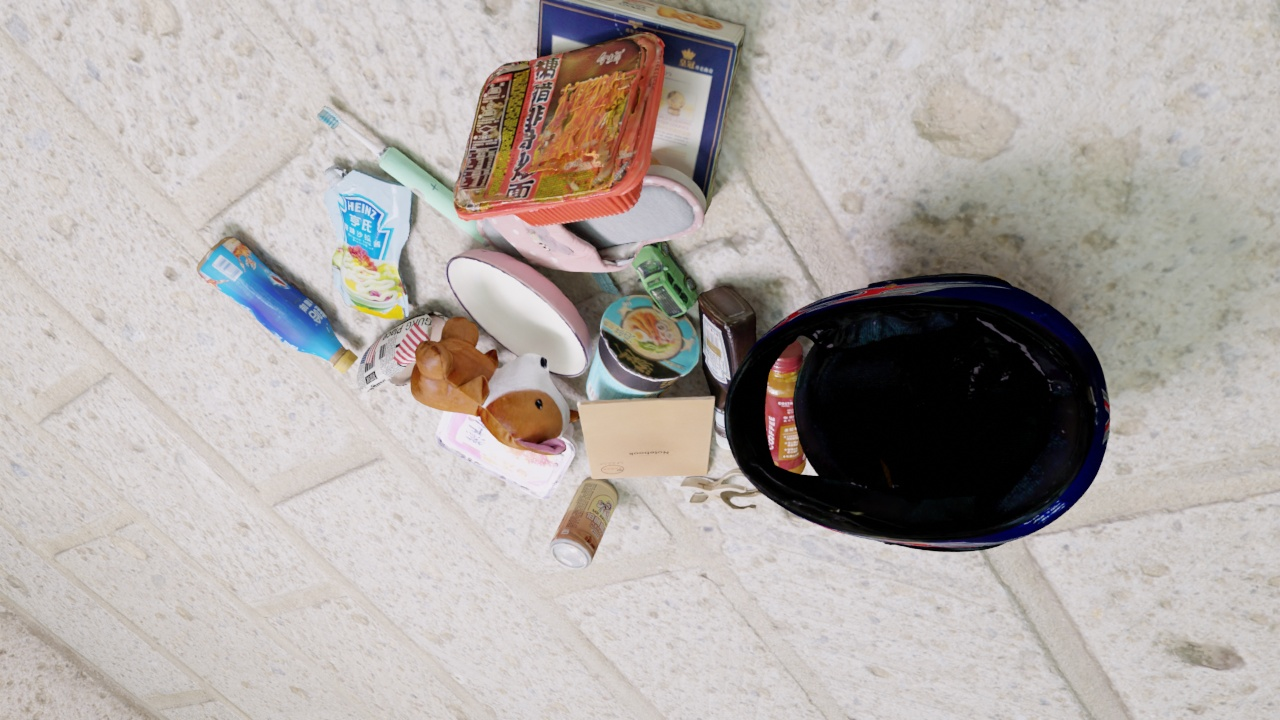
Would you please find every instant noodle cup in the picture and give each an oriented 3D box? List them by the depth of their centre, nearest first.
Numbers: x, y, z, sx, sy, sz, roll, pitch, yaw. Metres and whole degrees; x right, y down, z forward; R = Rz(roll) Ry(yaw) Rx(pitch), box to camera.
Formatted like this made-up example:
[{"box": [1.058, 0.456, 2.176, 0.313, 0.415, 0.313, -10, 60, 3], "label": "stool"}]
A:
[{"box": [-0.058, -0.187, 0.783, 0.189, 0.164, 0.079, -4, 153, 29], "label": "instant noodle cup"}, {"box": [-0.006, 0.006, 1.016, 0.111, 0.111, 0.121, 28, 142, -1], "label": "instant noodle cup"}, {"box": [-0.165, 0.090, 1.178, 0.173, 0.060, 0.138, 29, 134, -1], "label": "instant noodle cup"}]

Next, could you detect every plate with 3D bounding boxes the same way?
[{"box": [-0.129, -0.058, 1.020, 0.192, 0.039, 0.193, 30, 156, 15], "label": "plate"}]

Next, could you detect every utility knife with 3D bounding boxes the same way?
[{"box": [-0.078, -0.148, 0.973, 0.031, 0.020, 0.198, -12, 127, 38], "label": "utility knife"}]

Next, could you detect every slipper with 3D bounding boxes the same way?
[{"box": [-0.058, -0.131, 0.902, 0.275, 0.054, 0.114, -3, 143, 36], "label": "slipper"}]

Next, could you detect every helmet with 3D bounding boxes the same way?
[{"box": [0.246, 0.046, 0.835, 0.316, 0.240, 0.247, 0, 90, 14], "label": "helmet"}]

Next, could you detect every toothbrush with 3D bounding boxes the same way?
[{"box": [-0.248, -0.200, 0.989, 0.224, 0.027, 0.026, 37, 159, -10], "label": "toothbrush"}]

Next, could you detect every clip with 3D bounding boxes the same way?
[{"box": [0.097, 0.153, 1.139, 0.105, 0.034, 0.082, 9, 134, 27], "label": "clip"}]

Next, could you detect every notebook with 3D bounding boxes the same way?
[{"box": [0.009, 0.093, 1.062, 0.148, 0.008, 0.208, -2, 150, 1], "label": "notebook"}]

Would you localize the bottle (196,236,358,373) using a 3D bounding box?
[{"box": [-0.455, -0.064, 1.169, 0.218, 0.065, 0.065, 42, 132, -15], "label": "bottle"}]

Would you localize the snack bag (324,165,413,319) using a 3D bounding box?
[{"box": [-0.315, -0.136, 1.067, 0.110, 0.038, 0.191, 25, 134, 15], "label": "snack bag"}]

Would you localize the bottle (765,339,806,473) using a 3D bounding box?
[{"box": [0.156, 0.054, 1.010, 0.057, 0.057, 0.175, 8, 131, 17], "label": "bottle"}]

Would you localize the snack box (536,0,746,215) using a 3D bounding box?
[{"box": [-0.008, -0.236, 0.843, 0.178, 0.045, 0.183, 18, 133, 9], "label": "snack box"}]

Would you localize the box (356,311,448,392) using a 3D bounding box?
[{"box": [-0.299, -0.006, 1.137, 0.163, 0.087, 0.076, -24, 101, 40], "label": "box"}]

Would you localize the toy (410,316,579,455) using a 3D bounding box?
[{"box": [-0.160, 0.032, 1.058, 0.199, 0.139, 0.131, 37, 116, -4], "label": "toy"}]

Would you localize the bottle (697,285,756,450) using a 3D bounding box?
[{"box": [0.096, 0.017, 0.995, 0.044, 0.080, 0.195, -20, 130, -17], "label": "bottle"}]

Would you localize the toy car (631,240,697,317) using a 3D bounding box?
[{"box": [0.023, -0.086, 0.965, 0.043, 0.036, 0.091, -22, 113, 37], "label": "toy car"}]

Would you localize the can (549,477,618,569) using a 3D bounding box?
[{"box": [-0.073, 0.213, 1.203, 0.058, 0.116, 0.059, 12, 133, 13], "label": "can"}]
